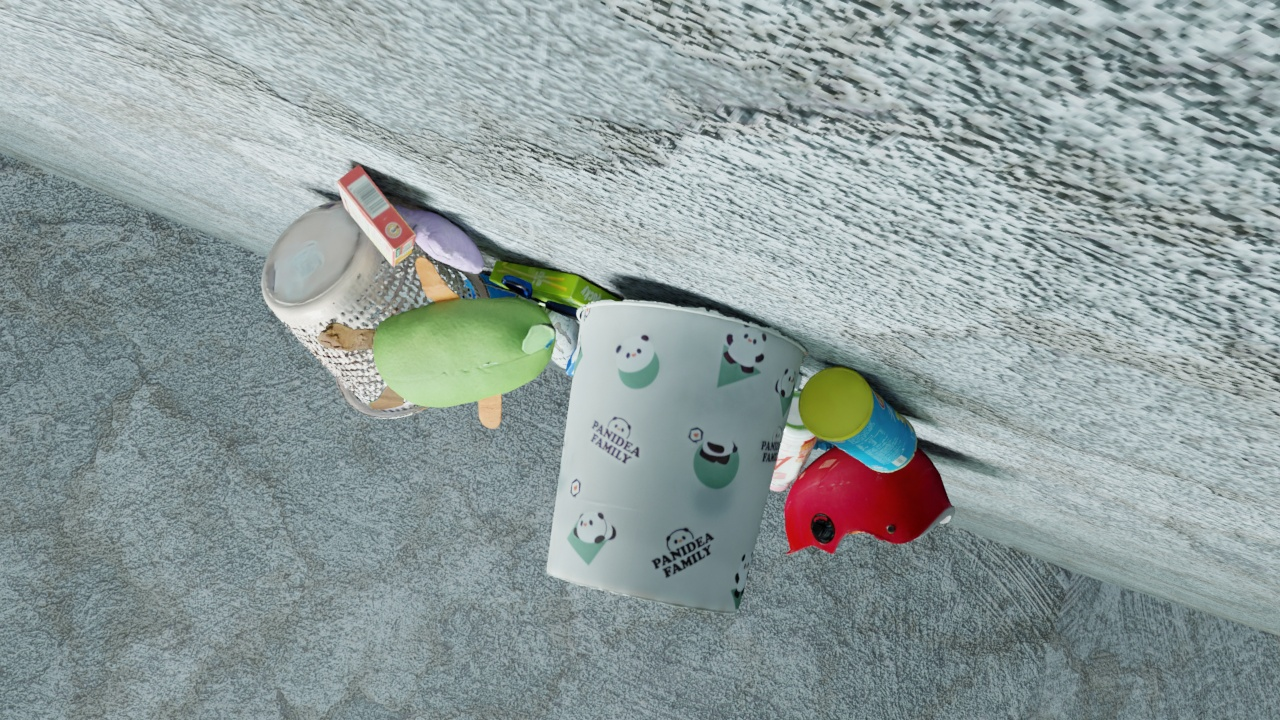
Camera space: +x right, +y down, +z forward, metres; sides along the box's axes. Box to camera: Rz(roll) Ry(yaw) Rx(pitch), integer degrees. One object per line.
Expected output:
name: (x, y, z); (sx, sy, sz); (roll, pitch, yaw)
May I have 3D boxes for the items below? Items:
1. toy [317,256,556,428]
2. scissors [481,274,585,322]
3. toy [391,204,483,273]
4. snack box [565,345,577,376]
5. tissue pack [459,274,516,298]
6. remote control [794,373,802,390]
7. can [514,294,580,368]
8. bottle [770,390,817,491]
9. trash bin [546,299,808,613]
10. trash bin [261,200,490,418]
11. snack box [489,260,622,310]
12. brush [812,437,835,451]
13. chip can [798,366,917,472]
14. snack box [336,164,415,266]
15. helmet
toy: (-0.199, -0.009, 0.971); (0.247, 0.089, 0.227); (-9, 131, 11)
scissors: (-0.109, -0.064, 0.976); (0.162, 0.012, 0.176); (21, 174, 11)
toy: (-0.189, -0.114, 0.900); (0.084, 0.039, 0.108); (40, -179, 20)
snack box: (-0.007, 0.007, 1.165); (0.157, 0.026, 0.085); (18, 138, -15)
tissue pack: (-0.193, -0.080, 1.234); (0.095, 0.052, 0.157); (21, 176, -20)
remote control: (0.110, 0.002, 1.043); (0.150, 0.021, 0.058); (19, 175, 32)
can: (-0.110, -0.041, 1.163); (0.058, 0.058, 0.147); (19, 165, 23)
bottle: (0.194, 0.114, 1.217); (0.068, 0.068, 0.197); (20, 150, 12)
trash bin: (0.025, 0.095, 0.874); (0.229, 0.251, 0.230); (12, 170, 2)
trash bin: (-0.318, -0.072, 1.066); (0.228, 0.227, 0.192); (18, 162, 32)
snack box: (-0.090, -0.075, 1.007); (0.085, 0.026, 0.156); (26, 174, -42)
brush: (0.142, 0.073, 1.276); (0.314, 0.060, 0.109); (10, 169, -1)
chip can: (0.229, 0.066, 0.947); (0.071, 0.071, 0.210); (18, 175, 31)
snack box: (-0.247, -0.131, 0.862); (0.077, 0.027, 0.156); (52, 168, -10)
helmet: (0.295, 0.178, 1.251); (0.241, 0.144, 0.206); (-19, 172, 36)
